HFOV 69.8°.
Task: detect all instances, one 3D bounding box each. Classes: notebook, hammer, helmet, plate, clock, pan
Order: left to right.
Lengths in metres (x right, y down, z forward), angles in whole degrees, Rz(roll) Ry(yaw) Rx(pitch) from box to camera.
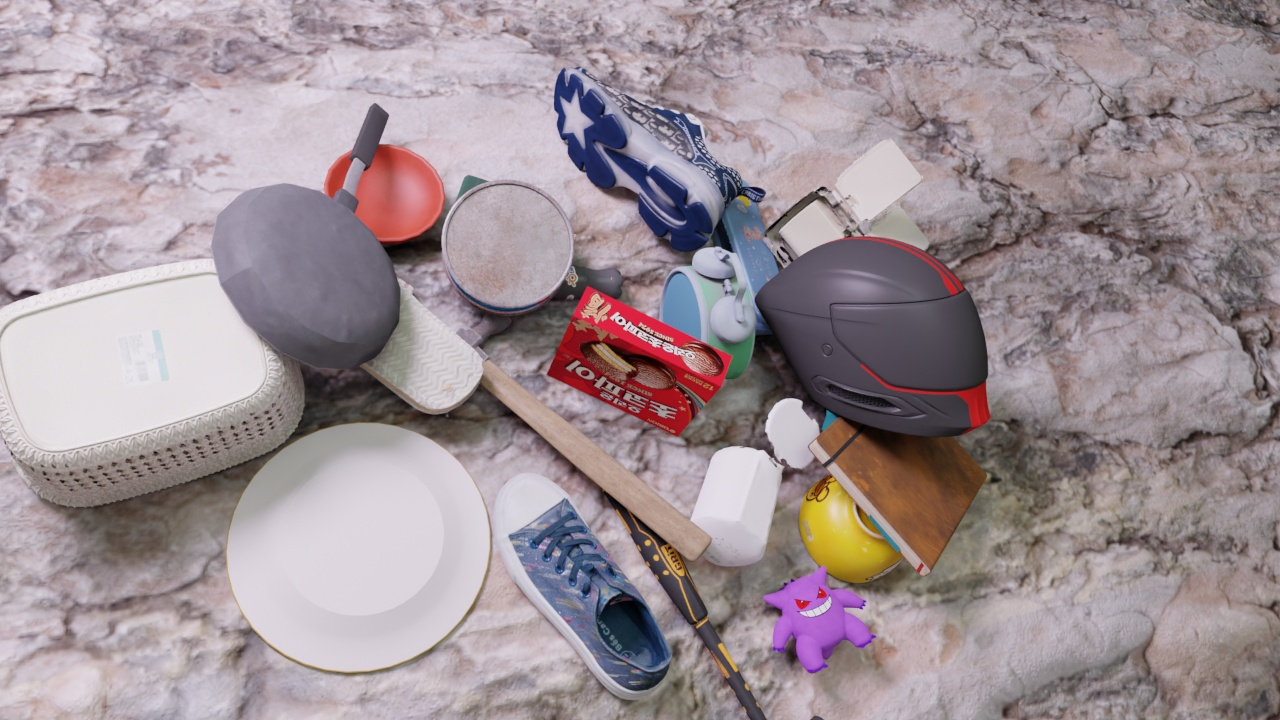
[{"bbox_3d":[-0.278,-0.143,0.860,0.178,0.041,0.356,40,33,-33],"label":"pan"},{"bbox_3d":[-0.250,0.160,0.825,0.229,0.021,0.229,7,63,-14],"label":"plate"},{"bbox_3d":[-0.068,0.079,0.890,0.331,0.031,0.119,38,63,13],"label":"hammer"},{"bbox_3d":[0.054,0.247,0.866,0.123,0.036,0.320,-21,72,-38],"label":"hammer"},{"bbox_3d":[0.077,-0.049,0.943,0.075,0.162,0.121,-5,62,-19],"label":"clock"},{"bbox_3d":[0.240,-0.041,0.947,0.265,0.170,0.163,19,26,34],"label":"helmet"},{"bbox_3d":[0.267,0.103,0.955,0.178,0.014,0.248,49,36,9],"label":"notebook"}]

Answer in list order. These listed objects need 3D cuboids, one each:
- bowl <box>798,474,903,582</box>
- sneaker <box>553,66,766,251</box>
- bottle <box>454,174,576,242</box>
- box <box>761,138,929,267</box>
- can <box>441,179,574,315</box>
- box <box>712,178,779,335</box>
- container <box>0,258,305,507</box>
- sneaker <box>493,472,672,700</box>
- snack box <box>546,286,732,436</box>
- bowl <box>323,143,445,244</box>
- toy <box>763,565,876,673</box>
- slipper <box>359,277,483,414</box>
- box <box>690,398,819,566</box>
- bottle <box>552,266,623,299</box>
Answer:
[{"bbox_3d":[0.230,0.164,0.945,0.117,0.068,0.117,7,63,-14],"label":"bowl"},{"bbox_3d":[0.018,-0.250,1.057,0.132,0.103,0.269,-35,73,-33],"label":"sneaker"},{"bbox_3d":[-0.134,-0.145,0.985,0.131,0.061,0.061,17,64,-9],"label":"bottle"},{"bbox_3d":[0.250,-0.144,1.054,0.145,0.186,0.095,54,19,1],"label":"box"},{"bbox_3d":[-0.133,-0.112,0.922,0.130,0.044,0.130,1,82,-11],"label":"can"},{"bbox_3d":[0.128,-0.129,1.067,0.066,0.049,0.209,-4,67,-21],"label":"box"},{"bbox_3d":[-0.416,0.013,0.776,0.245,0.143,0.184,-19,85,-24],"label":"container"},{"bbox_3d":[-0.054,0.200,0.833,0.087,0.079,0.235,-30,77,-27],"label":"sneaker"},{"bbox_3d":[-0.005,0.005,0.911,0.152,0.133,0.035,26,60,-4],"label":"snack box"},{"bbox_3d":[-0.270,-0.169,0.970,0.122,0.035,0.121,7,63,-14],"label":"bowl"},{"bbox_3d":[0.169,0.251,0.893,0.106,0.056,0.088,-23,70,-15],"label":"toy"},{"bbox_3d":[-0.263,-0.044,0.902,0.263,0.052,0.114,40,61,11],"label":"slipper"},{"bbox_3d":[0.114,0.119,0.908,0.084,0.112,0.162,38,46,-17],"label":"box"},{"bbox_3d":[-0.074,-0.084,0.988,0.109,0.036,0.036,1,65,-17],"label":"bottle"}]
